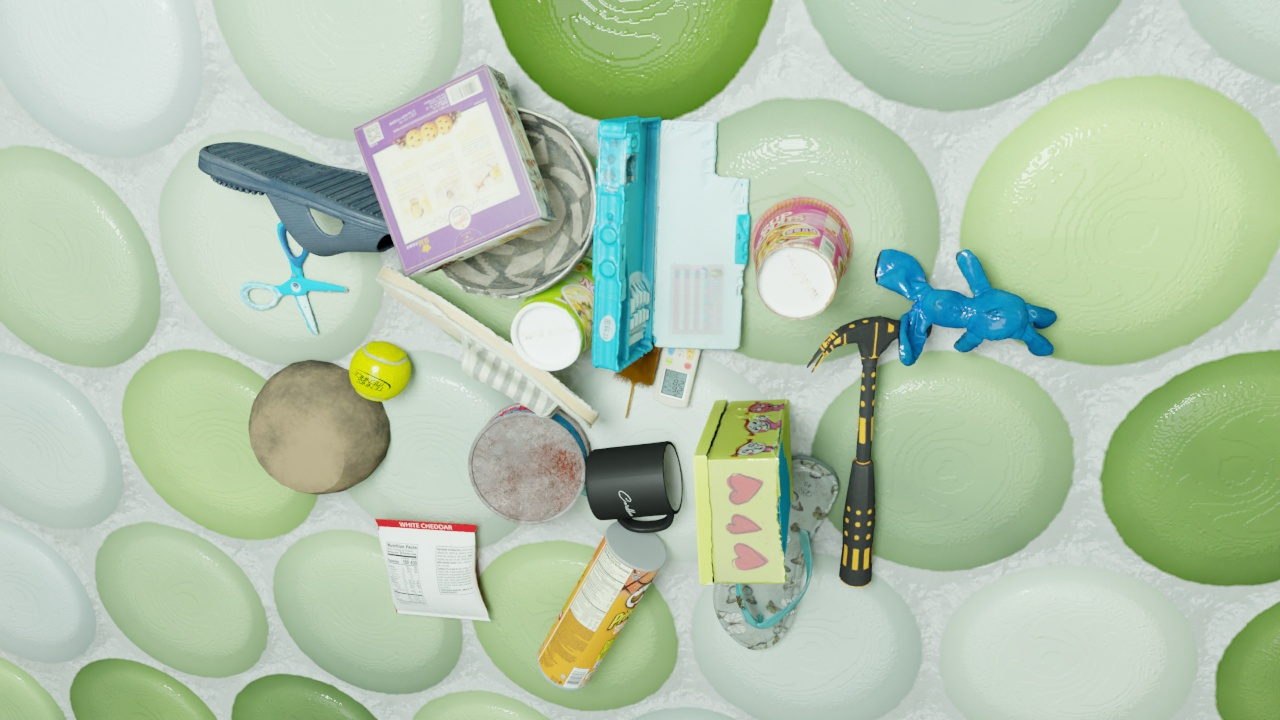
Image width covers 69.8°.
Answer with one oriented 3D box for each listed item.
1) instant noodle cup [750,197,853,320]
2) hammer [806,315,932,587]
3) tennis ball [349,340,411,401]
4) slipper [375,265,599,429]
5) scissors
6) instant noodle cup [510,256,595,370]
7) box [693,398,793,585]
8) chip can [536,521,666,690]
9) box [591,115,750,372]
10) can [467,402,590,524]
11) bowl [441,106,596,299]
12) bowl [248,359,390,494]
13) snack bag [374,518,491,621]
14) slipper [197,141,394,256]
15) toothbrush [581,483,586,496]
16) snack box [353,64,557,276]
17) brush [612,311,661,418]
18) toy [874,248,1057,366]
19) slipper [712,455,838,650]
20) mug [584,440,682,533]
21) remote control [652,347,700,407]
[{"bbox_3d":[0.144,-0.089,0.838,0.098,0.108,0.098,5,115,11],"label":"instant noodle cup"},{"bbox_3d":[0.225,0.103,0.938,0.123,0.036,0.321,-10,118,-13],"label":"hammer"},{"bbox_3d":[-0.286,0.011,1.008,0.065,0.065,0.065,5,116,11],"label":"tennis ball"},{"bbox_3d":[-0.163,-0.007,0.948,0.272,0.114,0.054,35,88,4],"label":"slipper"},{"bbox_3d":[-0.387,-0.092,1.014,0.134,0.011,0.140,6,115,13],"label":"scissors"},{"bbox_3d":[-0.078,-0.043,0.911,0.099,0.107,0.099,5,115,10],"label":"instant noodle cup"},{"bbox_3d":[0.100,0.116,0.872,0.083,0.220,0.124,-2,102,13],"label":"box"},{"bbox_3d":[-0.049,0.290,1.080,0.075,0.075,0.215,28,118,-1],"label":"chip can"},{"bbox_3d":[0.018,-0.113,0.870,0.086,0.169,0.227,27,121,51],"label":"box"},{"bbox_3d":[-0.122,0.113,1.015,0.130,0.044,0.130,1,104,6],"label":"can"},{"bbox_3d":[-0.116,-0.148,0.880,0.178,0.081,0.178,1,96,13],"label":"bowl"},{"bbox_3d":[-0.379,0.086,1.062,0.162,0.070,0.162,5,116,11],"label":"bowl"},{"bbox_3d":[-0.256,0.262,1.134,0.131,0.039,0.144,1,114,12],"label":"snack bag"},{"bbox_3d":[-0.324,-0.148,0.925,0.264,0.101,0.083,19,117,8],"label":"slipper"},{"bbox_3d":[-0.083,0.139,1.052,0.135,0.017,0.022,20,117,1],"label":"toothbrush"},{"bbox_3d":[-0.168,-0.168,0.830,0.144,0.040,0.148,-20,89,15],"label":"snack box"},{"bbox_3d":[-0.005,0.006,0.965,0.048,0.017,0.127,18,118,13],"label":"brush"},{"bbox_3d":[0.299,-0.037,0.841,0.176,0.071,0.112,13,83,2],"label":"toy"},{"bbox_3d":[0.142,0.225,1.019,0.098,0.054,0.269,17,116,7],"label":"slipper"},{"bbox_3d":[-0.002,0.145,1.002,0.088,0.078,0.114,-8,124,16],"label":"mug"},{"bbox_3d":[0.042,-0.008,0.951,0.038,0.018,0.126,15,118,6],"label":"remote control"}]
